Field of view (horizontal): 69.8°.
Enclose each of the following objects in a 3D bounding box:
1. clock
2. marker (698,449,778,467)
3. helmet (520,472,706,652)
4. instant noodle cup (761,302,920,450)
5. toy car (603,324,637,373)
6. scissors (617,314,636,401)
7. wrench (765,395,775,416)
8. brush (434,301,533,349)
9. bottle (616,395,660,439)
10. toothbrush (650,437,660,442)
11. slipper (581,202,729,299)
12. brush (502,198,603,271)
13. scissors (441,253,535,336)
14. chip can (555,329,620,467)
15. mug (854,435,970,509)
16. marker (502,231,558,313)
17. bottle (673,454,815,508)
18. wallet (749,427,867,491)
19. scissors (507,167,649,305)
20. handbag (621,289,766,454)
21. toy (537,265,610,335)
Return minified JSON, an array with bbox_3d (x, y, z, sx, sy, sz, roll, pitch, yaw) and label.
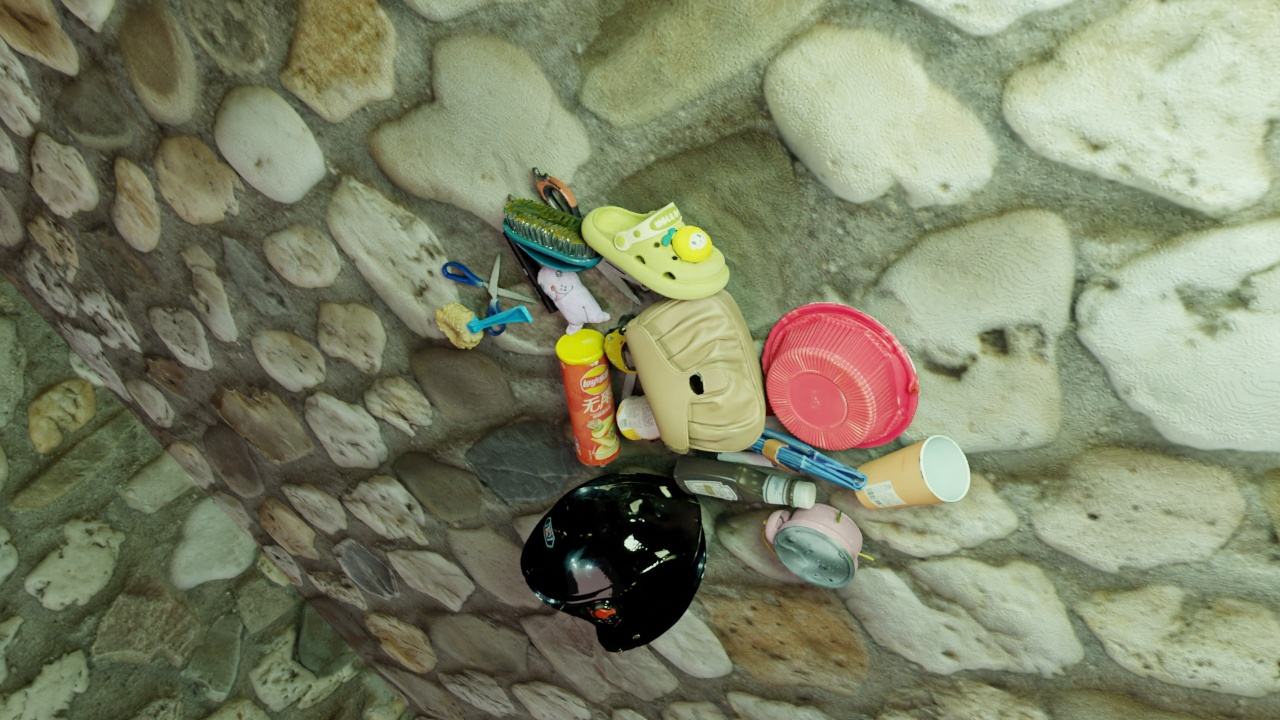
[{"bbox_3d":[0.235,0.255,1.275,0.159,0.059,0.117,-17,115,45],"label":"clock"},{"bbox_3d":[0.137,0.134,1.270,0.131,0.022,0.018,2,89,39],"label":"marker"},{"bbox_3d":[-0.031,0.278,1.365,0.274,0.233,0.231,8,127,-19],"label":"helmet"},{"bbox_3d":[0.216,0.033,1.057,0.194,0.065,0.194,22,131,28],"label":"instant noodle cup"},{"bbox_3d":[0.023,-0.007,1.197,0.156,0.041,0.071,8,132,17],"label":"toy car"},{"bbox_3d":[-0.017,0.000,1.278,0.136,0.014,0.175,50,142,-13],"label":"scissors"},{"bbox_3d":[0.185,0.060,1.165,0.274,0.016,0.056,-14,117,45],"label":"wrench"},{"bbox_3d":[-0.226,-0.057,1.338,0.255,0.045,0.083,-6,121,52],"label":"brush"},{"bbox_3d":[0.019,0.078,1.279,0.109,0.063,0.063,-7,122,43],"label":"bottle"},{"bbox_3d":[0.059,0.076,1.285,0.018,0.014,0.190,53,140,4],"label":"toothbrush"},{"bbox_3d":[0.016,-0.140,1.060,0.190,0.091,0.082,30,138,19],"label":"slipper"},{"bbox_3d":[-0.110,-0.150,1.150,0.144,0.055,0.074,24,137,19],"label":"brush"},{"bbox_3d":[-0.221,-0.098,1.349,0.173,0.012,0.163,18,136,26],"label":"scissors"},{"bbox_3d":[-0.073,0.057,1.329,0.073,0.073,0.217,18,137,26],"label":"chip can"},{"bbox_3d":[0.316,0.140,1.091,0.078,0.078,0.123,48,145,-9],"label":"mug"},{"bbox_3d":[-0.148,-0.124,1.261,0.022,0.020,0.132,-22,113,17],"label":"marker"},{"bbox_3d":[0.145,0.172,1.274,0.195,0.044,0.080,6,150,29],"label":"bottle"},{"bbox_3d":[0.200,0.122,1.131,0.106,0.040,0.133,24,176,-28],"label":"wallet"},{"bbox_3d":[-0.079,-0.158,1.175,0.196,0.015,0.216,8,130,34],"label":"scissors"},{"bbox_3d":[0.069,0.017,1.108,0.148,0.099,0.204,-16,103,16],"label":"handbag"},{"bbox_3d":[-0.098,-0.087,1.237,0.084,0.038,0.108,-23,111,41],"label":"toy"}]
